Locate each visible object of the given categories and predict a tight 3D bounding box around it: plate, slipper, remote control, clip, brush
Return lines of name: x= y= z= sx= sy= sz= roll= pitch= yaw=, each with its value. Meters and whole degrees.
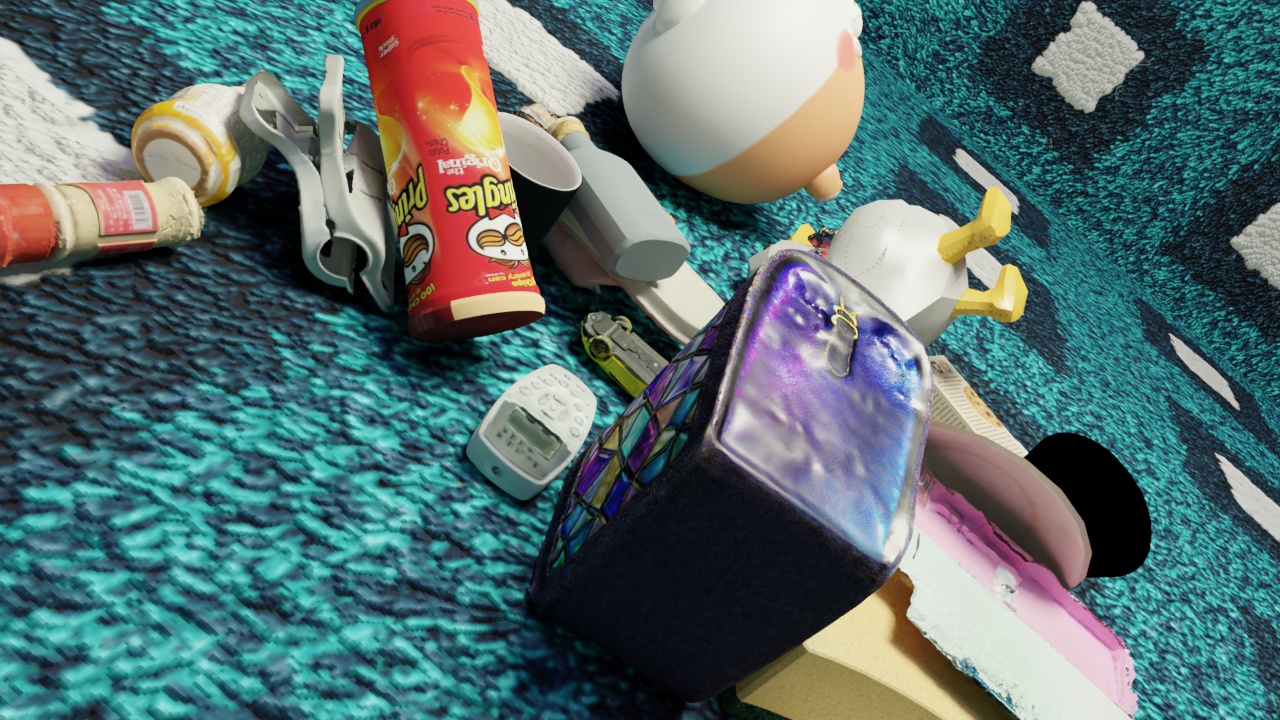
plate: x=0.241 y=0.108 z=0.690 sx=0.189 sy=0.189 sz=0.027 roll=42 pitch=58 yaw=1
slipper: x=-0.032 y=-0.100 z=0.776 sx=0.274 sy=0.055 sz=0.114 roll=47 pitch=32 yaw=19
remote control: x=-0.065 y=0.042 z=0.585 sx=0.060 sy=0.028 sz=0.114 roll=40 pitch=31 yaw=0
clip: x=-0.196 y=-0.116 z=0.583 sx=0.148 sy=0.081 sz=0.124 roll=67 pitch=4 yaw=-45
brush: x=0.175 y=0.195 z=0.608 sx=0.250 sy=0.075 sz=0.194 roll=36 pitch=31 yaw=-8

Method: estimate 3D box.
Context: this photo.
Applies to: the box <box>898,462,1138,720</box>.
box: x=0.230 y=0.164 z=0.596 sx=0.230 sy=0.035 sz=0.158 roll=42 pitch=31 yaw=1

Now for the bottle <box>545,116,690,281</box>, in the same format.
bottle: x=-0.028 y=-0.132 z=0.722 sx=0.072 sy=0.046 sz=0.161 roll=2 pitch=45 yaw=-43

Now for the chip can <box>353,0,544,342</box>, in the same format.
chip can: x=-0.124 y=-0.124 z=0.590 sx=0.086 sy=0.087 sz=0.213 roll=-6 pitch=82 yaw=-50

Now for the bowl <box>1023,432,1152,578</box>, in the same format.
bowl: x=0.334 y=0.121 z=0.725 sx=0.115 sy=0.063 sz=0.115 roll=10 pitch=59 yaw=-18

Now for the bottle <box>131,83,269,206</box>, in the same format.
bottle: x=-0.261 y=-0.140 z=0.568 sx=0.063 sy=0.063 sz=0.108 roll=34 pitch=31 yaw=-12

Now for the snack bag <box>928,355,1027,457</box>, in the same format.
snack bag: x=0.292 y=0.105 z=0.832 sx=0.069 sy=0.095 sz=0.206 roll=-2 pitch=51 yaw=-49

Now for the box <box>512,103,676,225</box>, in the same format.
box: x=-0.045 y=-0.174 z=0.866 sx=0.187 sy=0.053 sz=0.058 roll=43 pitch=-10 yaw=2

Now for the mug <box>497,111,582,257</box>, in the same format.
mug: x=-0.109 y=-0.134 z=0.696 sx=0.085 sy=0.095 sz=0.121 roll=16 pitch=39 yaw=-35

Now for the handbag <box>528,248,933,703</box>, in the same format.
handbag: x=0.054 y=0.056 z=0.534 sx=0.125 sy=0.205 sz=0.221 roll=35 pitch=37 yaw=-9

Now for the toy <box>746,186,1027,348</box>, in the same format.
toy: x=0.204 y=-0.073 z=0.845 sx=0.245 sy=0.268 sz=0.141 roll=-47 pitch=124 yaw=-48

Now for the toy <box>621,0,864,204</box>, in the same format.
toy: x=0.123 y=-0.302 z=1.007 sx=0.280 sy=0.266 sz=0.262 roll=43 pitch=25 yaw=-27

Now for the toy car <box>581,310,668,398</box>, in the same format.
toy car: x=-0.004 y=0.004 z=0.698 sx=0.107 sy=0.030 sz=0.049 roll=44 pitch=32 yaw=0

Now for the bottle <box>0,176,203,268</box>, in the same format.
bottle: x=-0.287 y=-0.073 z=0.476 sx=0.044 sy=0.044 sz=0.108 roll=49 pitch=32 yaw=13
